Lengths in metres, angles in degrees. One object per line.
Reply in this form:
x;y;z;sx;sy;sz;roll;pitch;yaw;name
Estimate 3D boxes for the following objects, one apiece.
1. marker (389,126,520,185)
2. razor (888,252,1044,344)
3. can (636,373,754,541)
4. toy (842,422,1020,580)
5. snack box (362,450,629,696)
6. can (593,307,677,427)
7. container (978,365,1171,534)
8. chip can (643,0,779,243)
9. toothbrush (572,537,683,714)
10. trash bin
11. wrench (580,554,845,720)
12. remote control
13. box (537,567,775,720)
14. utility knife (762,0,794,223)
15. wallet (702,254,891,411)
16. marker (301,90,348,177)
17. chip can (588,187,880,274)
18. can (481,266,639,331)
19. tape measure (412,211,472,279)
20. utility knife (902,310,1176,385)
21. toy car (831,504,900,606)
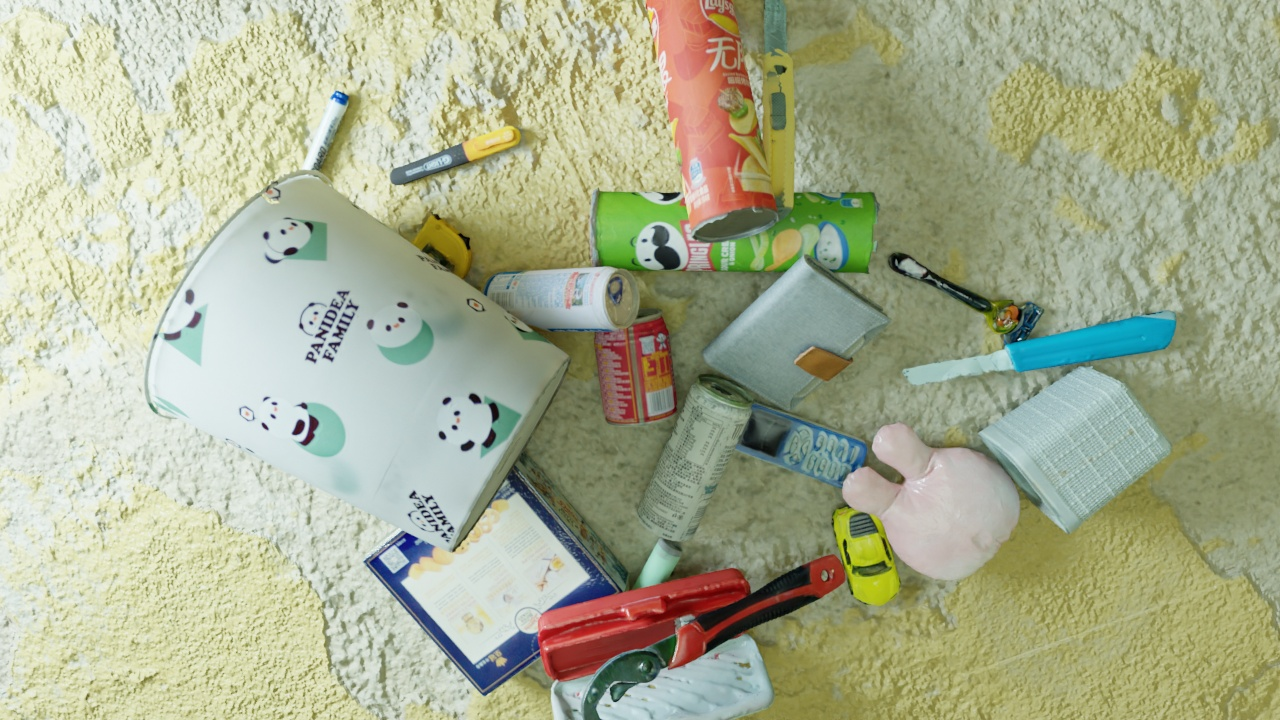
-0.164;-0.179;0.804;0.124;0.015;0.018;-17;97;10;marker
0.280;-0.057;0.795;0.143;0.022;0.043;27;102;-2;razor
0.048;0.088;0.822;0.058;0.058;0.147;22;108;-1;can
0.260;0.124;0.819;0.159;0.054;0.121;36;92;-9;toy
-0.136;0.198;0.873;0.178;0.045;0.182;-38;98;11;snack box
-0.005;0.005;0.808;0.066;0.066;0.094;-6;103;6;can
0.372;0.072;0.786;0.111;0.090;0.090;-38;98;8;container
0.053;-0.204;0.717;0.073;0.073;0.216;-11;82;7;chip can
-0.020;0.268;0.891;0.027;0.026;0.225;15;108;-40;toothbrush
-0.207;0.010;0.733;0.252;0.229;0.230;30;103;0;trash bin
0.067;0.243;0.814;0.273;0.016;0.056;-26;89;-16;wrench
0.140;0.075;0.834;0.125;0.024;0.049;20;104;4;remote control
0.015;0.274;0.830;0.201;0.100;0.110;-12;123;-9;box
0.110;-0.206;0.747;0.031;0.021;0.201;2;75;-7;utility knife
0.133;-0.017;0.780;0.106;0.036;0.130;31;125;-21;wallet
-0.292;-0.170;0.815;0.017;0.017;0.146;27;103;-2;marker
0.077;-0.109;0.774;0.236;0.072;0.072;1;103;3;chip can
-0.069;-0.051;0.776;0.135;0.053;0.053;1;105;35;can
-0.180;-0.092;0.818;0.057;0.029;0.060;37;103;-5;tape measure
0.345;-0.007;0.796;0.234;0.018;0.034;-10;107;2;utility knife
0.211;0.182;0.851;0.048;0.032;0.105;-16;103;7;toy car
